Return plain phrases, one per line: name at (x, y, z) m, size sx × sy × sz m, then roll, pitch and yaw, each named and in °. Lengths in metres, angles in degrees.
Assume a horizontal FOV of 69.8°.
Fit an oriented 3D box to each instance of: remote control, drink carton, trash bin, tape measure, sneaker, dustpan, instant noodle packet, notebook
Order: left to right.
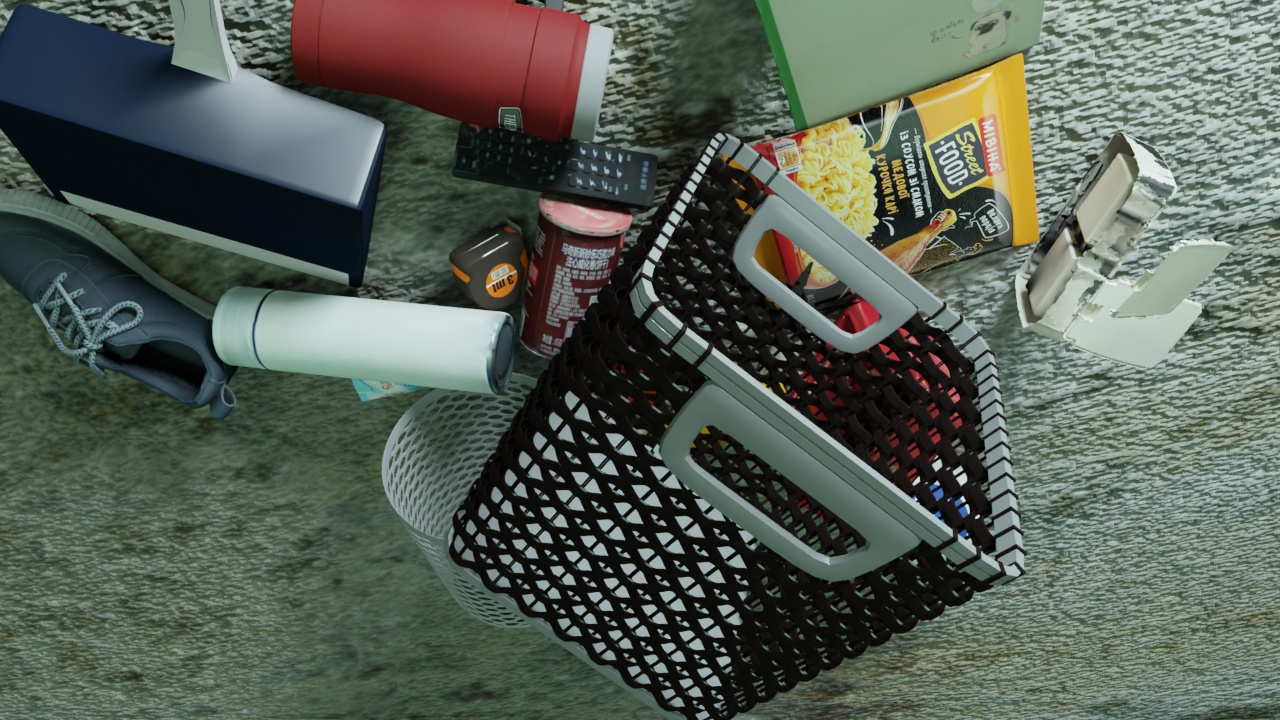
sneaker at (-0.420, -0.037, 0.719) m, size 0.235 × 0.087 × 0.089 m, roll 36°, pitch 117°, yaw -24°
dustpan at (-0.295, -0.159, 0.621) m, size 0.236 × 0.080 × 0.274 m, roll 16°, pitch 163°, yaw -12°
drink carton at (-0.182, 0.003, 0.780) m, size 0.129 × 0.044 × 0.039 m, roll -10°, pitch 124°, yaw 4°
tape measure at (-0.119, -0.073, 0.730) m, size 0.058 × 0.038 × 0.059 m, roll -34°, pitch 136°, yaw -21°
trash bin at (-0.116, 0.127, 0.781) m, size 0.156 × 0.156 × 0.184 m, roll -5°, pitch 141°, yaw 2°
remote control at (-0.063, -0.143, 0.688) m, size 0.150 × 0.047 × 0.022 m, roll 9°, pitch 160°, yaw -7°
instant noodle packet at (0.190, -0.125, 0.708) m, size 0.221 × 0.032 × 0.160 m, roll -17°, pitch 126°, yaw 10°
notebook at (0.163, -0.231, 0.562) m, size 0.182 × 0.010 × 0.252 m, roll -20°, pitch 160°, yaw 12°

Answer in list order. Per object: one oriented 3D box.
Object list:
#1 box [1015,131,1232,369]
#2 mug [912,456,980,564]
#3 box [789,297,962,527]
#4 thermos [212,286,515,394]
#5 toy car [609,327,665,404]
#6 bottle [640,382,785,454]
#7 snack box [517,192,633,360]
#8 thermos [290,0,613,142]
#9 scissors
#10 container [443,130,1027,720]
box at (0.360, -0.054, 0.656) m, size 0.105 × 0.186 × 0.144 m, roll 23°, pitch 128°, yaw 1°
mug at (0.257, 0.129, 0.859) m, size 0.090 × 0.091 × 0.121 m, roll -12°, pitch 89°, yaw 6°
box at (0.185, 0.046, 0.772) m, size 0.087 × 0.128 × 0.158 m, roll 16°, pitch 124°, yaw -17°
thermos at (-0.218, -0.017, 0.728) m, size 0.230 × 0.067 × 0.068 m, roll 6°, pitch 124°, yaw 6°
toy car at (-0.005, 0.005, 0.782) m, size 0.051 × 0.048 × 0.100 m, roll -2°, pitch 125°, yaw 0°
bottle at (0.059, 0.056, 0.815) m, size 0.144 × 0.043 × 0.043 m, roll -19°, pitch 123°, yaw 23°
snack box at (-0.054, -0.067, 0.720) m, size 0.072 × 0.072 × 0.122 m, roll 9°, pitch 124°, yaw -8°
thermos at (-0.120, -0.216, 0.616) m, size 0.198 × 0.084 × 0.108 m, roll 10°, pitch 90°, yaw -6°
scissors at (0.104, -0.018, 0.778) m, size 0.171 × 0.012 × 0.158 m, roll -3°, pitch 135°, yaw 12°
container at (0.053, 0.053, 0.593) m, size 0.247 × 0.244 × 0.244 m, roll 37°, pitch 124°, yaw -8°
